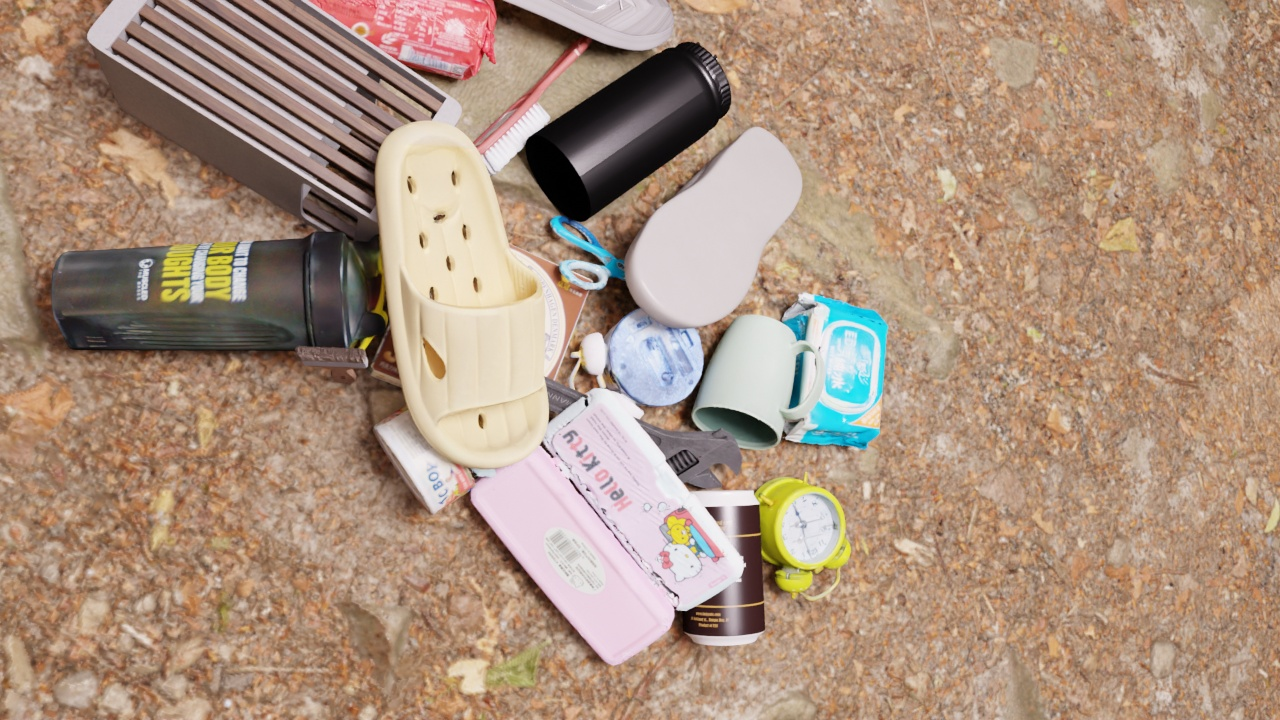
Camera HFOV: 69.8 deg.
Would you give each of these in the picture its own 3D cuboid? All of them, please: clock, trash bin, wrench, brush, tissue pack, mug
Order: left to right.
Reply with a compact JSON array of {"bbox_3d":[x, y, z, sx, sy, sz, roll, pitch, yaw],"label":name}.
[{"bbox_3d":[-0.271,-0.195,0.705,0.229,0.115,0.114,32,73,-14],"label":"trash bin"},{"bbox_3d":[-0.223,0.005,0.682,0.045,0.143,0.008,2,81,-12],"label":"brush"},{"bbox_3d":[-0.092,-0.229,0.821,0.030,0.041,0.172,49,67,-27],"label":"brush"},{"bbox_3d":[-0.022,0.052,0.778,0.273,0.018,0.073,26,115,-28],"label":"wrench"},{"bbox_3d":[-0.005,0.005,0.812,0.125,0.052,0.089,-28,94,-21],"label":"clock"},{"bbox_3d":[0.112,0.017,0.825,0.084,0.111,0.103,46,56,-44],"label":"mug"},{"bbox_3d":[0.148,0.163,0.847,0.083,0.057,0.119,-26,99,-22],"label":"clock"},{"bbox_3d":[0.183,0.009,0.876,0.092,0.062,0.144,9,80,-19],"label":"tissue pack"}]

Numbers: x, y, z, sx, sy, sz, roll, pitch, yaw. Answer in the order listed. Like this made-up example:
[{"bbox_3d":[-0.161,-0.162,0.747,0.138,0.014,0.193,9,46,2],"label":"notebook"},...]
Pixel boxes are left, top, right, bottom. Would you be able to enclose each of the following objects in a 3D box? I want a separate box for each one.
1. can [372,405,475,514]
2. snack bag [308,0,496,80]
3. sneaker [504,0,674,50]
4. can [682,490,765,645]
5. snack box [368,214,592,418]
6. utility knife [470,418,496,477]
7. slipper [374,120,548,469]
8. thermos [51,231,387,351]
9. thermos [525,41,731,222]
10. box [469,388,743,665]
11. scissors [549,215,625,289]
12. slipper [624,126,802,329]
[{"bbox_3d":[-0.170,0.076,0.723,0.043,0.086,0.086,-34,95,-20],"label":"can"},{"bbox_3d":[-0.202,-0.286,0.760,0.176,0.082,0.082,8,80,-20],"label":"snack bag"},{"bbox_3d":[-0.058,-0.349,0.791,0.235,0.090,0.099,9,42,-31],"label":"sneaker"},{"bbox_3d":[0.071,0.180,0.807,0.071,0.072,0.128,1,83,-20],"label":"can"},{"bbox_3d":[-0.133,-0.029,0.774,0.143,0.041,0.146,24,76,-16],"label":"snack box"},{"bbox_3d":[-0.151,0.021,0.731,0.030,0.017,0.159,-23,95,-10],"label":"utility knife"},{"bbox_3d":[-0.122,-0.044,0.656,0.111,0.079,0.261,-17,99,-31],"label":"slipper"},{"bbox_3d":[-0.302,-0.046,0.682,0.220,0.098,0.098,-3,84,-13],"label":"thermos"},{"bbox_3d":[0.001,-0.214,0.824,0.198,0.086,0.086,-39,97,-20],"label":"thermos"},{"bbox_3d":[-0.028,0.139,0.757,0.153,0.037,0.201,-37,97,12],"label":"box"},{"bbox_3d":[-0.027,-0.091,0.823,0.139,0.013,0.117,2,45,-41],"label":"scissors"},{"bbox_3d":[0.058,-0.118,0.847,0.113,0.081,0.265,48,53,-17],"label":"slipper"}]
